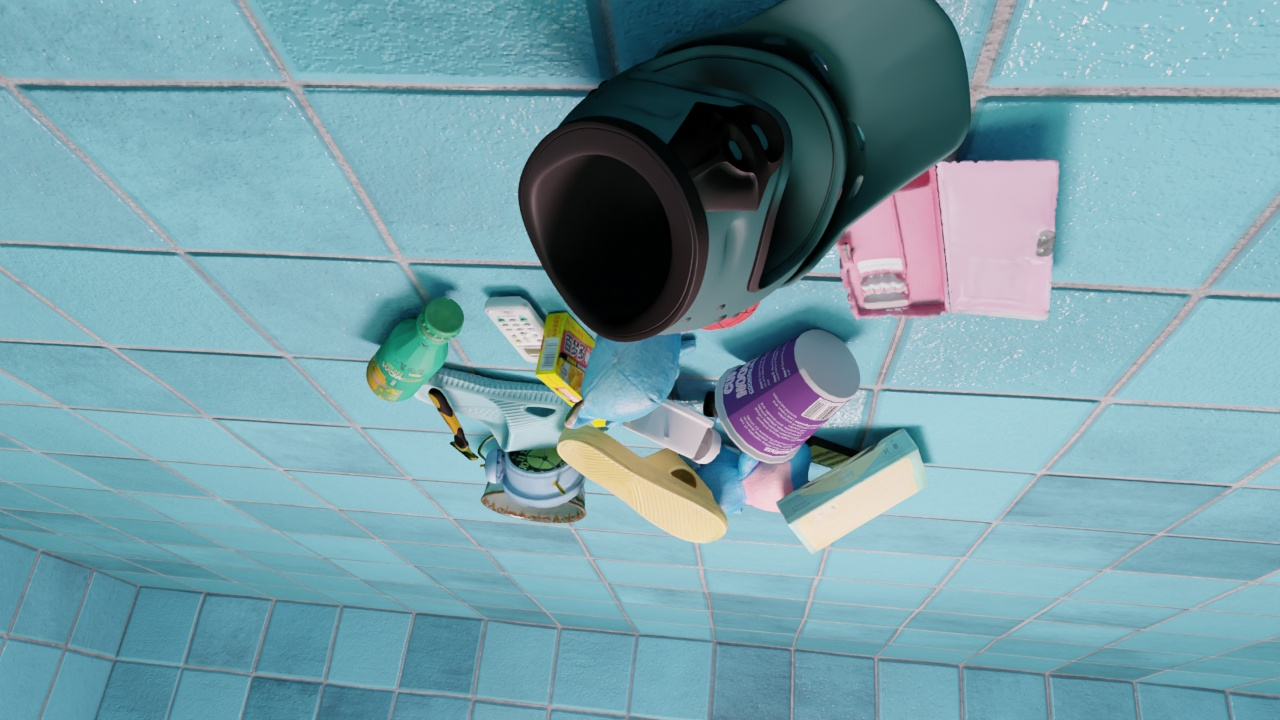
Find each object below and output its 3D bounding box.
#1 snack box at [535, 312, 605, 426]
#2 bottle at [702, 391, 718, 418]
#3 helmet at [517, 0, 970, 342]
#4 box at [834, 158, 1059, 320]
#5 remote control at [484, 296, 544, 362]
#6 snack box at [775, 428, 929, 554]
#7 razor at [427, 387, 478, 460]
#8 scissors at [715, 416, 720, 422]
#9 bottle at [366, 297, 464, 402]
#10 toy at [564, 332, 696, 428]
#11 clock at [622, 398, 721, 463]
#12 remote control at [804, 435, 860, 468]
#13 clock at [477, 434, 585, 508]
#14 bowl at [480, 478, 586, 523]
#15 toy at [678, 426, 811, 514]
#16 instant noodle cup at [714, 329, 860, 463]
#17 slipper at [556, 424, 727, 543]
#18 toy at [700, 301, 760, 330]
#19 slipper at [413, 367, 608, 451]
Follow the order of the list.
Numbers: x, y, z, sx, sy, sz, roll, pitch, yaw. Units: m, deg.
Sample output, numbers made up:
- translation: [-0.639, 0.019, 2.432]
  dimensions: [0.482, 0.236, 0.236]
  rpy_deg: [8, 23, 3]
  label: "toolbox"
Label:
- translation: [-0.067, 0.013, 1.037]
  dimensions: [0.025, 0.075, 0.152]
  rpy_deg: [-3, 153, 25]
  label: "snack box"
- translation: [0.140, 0.065, 1.144]
  dimensions: [0.123, 0.033, 0.033]
  rpy_deg: [11, 155, -10]
  label: "bottle"
- translation: [0.055, -0.122, 0.579]
  dimensions: [0.176, 0.199, 0.275]
  rpy_deg: [60, 156, -5]
  label: "helmet"
- translation: [0.247, -0.100, 0.759]
  dimensions: [0.179, 0.040, 0.233]
  rpy_deg: [2, 155, 21]
  label: "box"
- translation: [-0.125, -0.034, 1.014]
  dimensions: [0.050, 0.022, 0.133]
  rpy_deg: [-1, 154, 16]
  label: "remote control"
- translation: [0.289, 0.180, 1.235]
  dimensions: [0.194, 0.044, 0.141]
  rpy_deg: [-32, 146, 6]
  label: "snack box"
- translation: [-0.244, 0.080, 1.178]
  dimensions: [0.044, 0.021, 0.144]
  rpy_deg: [32, 155, 29]
  label: "razor"
- translation: [0.149, 0.054, 1.107]
  dimensions: [0.125, 0.013, 0.126]
  rpy_deg: [-20, 126, 11]
  label: "scissors"
- translation: [-0.253, -0.013, 1.037]
  dimensions: [0.068, 0.068, 0.210]
  rpy_deg: [19, 153, -24]
  label: "bottle"
- translation: [-0.006, 0.006, 0.995]
  dimensions: [0.115, 0.183, 0.180]
  rpy_deg: [45, -174, 12]
  label: "toy"
- translation: [0.041, 0.080, 1.143]
  dimensions: [0.120, 0.061, 0.159]
  rpy_deg: [23, 176, 28]
  label: "clock"
- translation: [0.274, 0.136, 1.283]
  dimensions: [0.133, 0.013, 0.058]
  rpy_deg: [19, 152, -24]
  label: "remote control"
- translation: [-0.150, 0.141, 1.270]
  dimensions: [0.162, 0.117, 0.060]
  rpy_deg: [14, 127, 20]
  label: "clock"
- translation: [-0.156, 0.181, 1.395]
  dimensions: [0.160, 0.093, 0.160]
  rpy_deg: [6, 155, 2]
  label: "bowl"
- translation: [0.150, 0.172, 1.287]
  dimensions: [0.192, 0.098, 0.224]
  rpy_deg: [-3, 144, 18]
  label: "toy"
- translation: [0.171, 0.030, 0.991]
  dimensions: [0.136, 0.121, 0.122]
  rpy_deg: [-9, 157, -38]
  label: "instant noodle cup"
- translation: [0.013, 0.149, 1.215]
  dimensions: [0.263, 0.078, 0.100]
  rpy_deg: [33, 145, -13]
  label: "slipper"
- translation: [0.062, -0.078, 0.835]
  dimensions: [0.092, 0.062, 0.133]
  rpy_deg: [-12, 138, 20]
  label: "toy"
- translation: [-0.172, 0.070, 1.198]
  dimensions: [0.276, 0.069, 0.116]
  rpy_deg: [13, 151, -12]
  label: "slipper"
